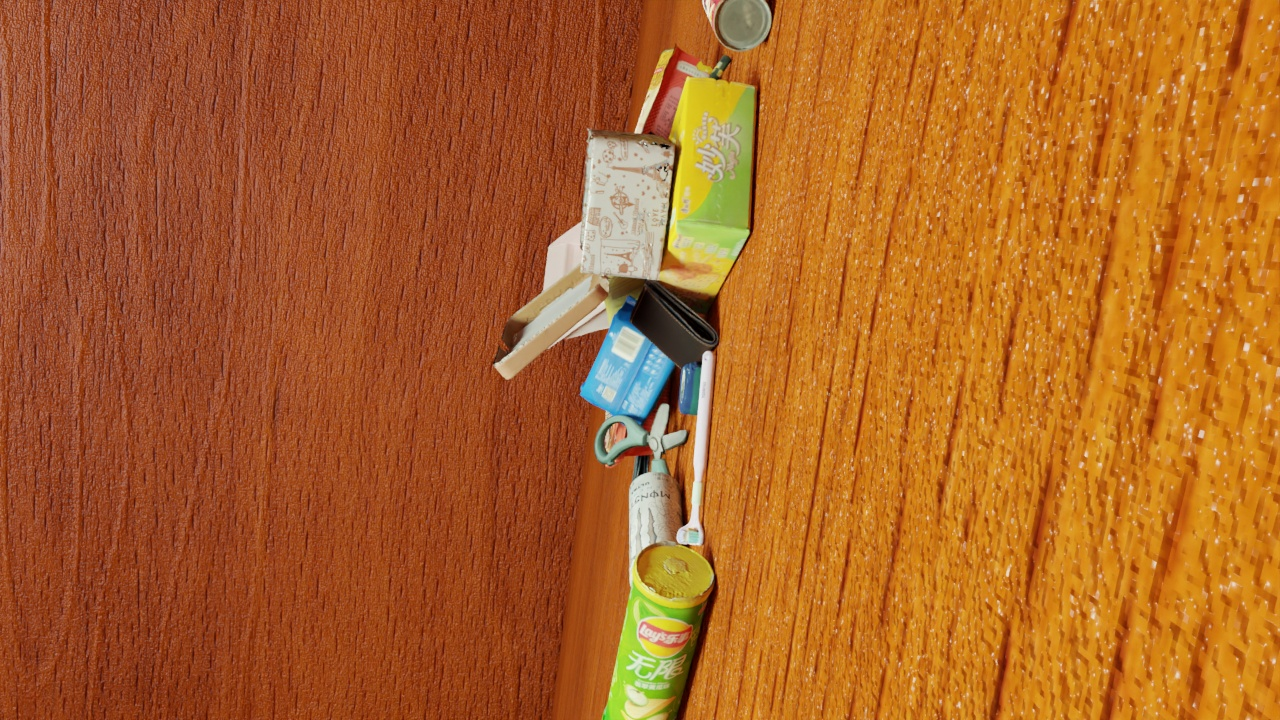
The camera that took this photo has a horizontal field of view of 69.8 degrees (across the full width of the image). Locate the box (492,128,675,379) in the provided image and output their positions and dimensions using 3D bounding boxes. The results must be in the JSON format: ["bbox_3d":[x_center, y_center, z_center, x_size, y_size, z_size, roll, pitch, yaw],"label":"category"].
[{"bbox_3d":[-0.049,-0.107,0.920,0.274,0.124,0.178,-60,11,13],"label":"box"}]

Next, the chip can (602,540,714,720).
[{"bbox_3d":[0.013,0.270,0.837,0.072,0.072,0.222,-92,11,-59],"label":"chip can"}]

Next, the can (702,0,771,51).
[{"bbox_3d":[0.090,-0.338,0.880,0.132,0.053,0.053,-93,11,-58],"label":"can"}]

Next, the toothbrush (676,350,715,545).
[{"bbox_3d":[0.057,0.082,0.884,0.021,0.029,0.189,27,-114,-55],"label":"toothbrush"}]

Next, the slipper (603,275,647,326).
[{"bbox_3d":[-0.014,-0.097,1.162,0.191,0.091,0.081,71,174,-66],"label":"slipper"}]

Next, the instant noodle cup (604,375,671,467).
[{"bbox_3d":[-0.006,0.062,1.237,0.189,0.079,0.164,124,152,-79],"label":"instant noodle cup"}]

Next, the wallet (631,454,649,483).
[{"bbox_3d":[0.000,0.149,1.389,0.097,0.019,0.120,110,168,-69],"label":"wallet"}]

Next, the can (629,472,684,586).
[{"bbox_3d":[0.017,0.184,0.961,0.146,0.058,0.058,-91,10,-56],"label":"can"}]

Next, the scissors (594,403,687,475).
[{"bbox_3d":[-0.005,0.110,1.084,0.179,0.019,0.173,34,124,41],"label":"scissors"}]

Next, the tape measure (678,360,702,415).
[{"bbox_3d":[0.054,0.029,0.943,0.058,0.025,0.054,113,161,-82],"label":"tape measure"}]

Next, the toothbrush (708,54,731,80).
[{"bbox_3d":[0.048,-0.262,1.025,0.185,0.012,0.017,-57,-14,-3],"label":"toothbrush"}]

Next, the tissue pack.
[{"bbox_3d":[-0.007,0.006,1.104,0.157,0.095,0.052,-64,-10,28],"label":"tissue pack"}]

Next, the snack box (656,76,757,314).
[{"bbox_3d":[0.056,-0.155,0.915,0.210,0.070,0.157,114,162,-71],"label":"snack box"}]

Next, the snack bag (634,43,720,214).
[{"bbox_3d":[0.028,-0.255,1.085,0.128,0.073,0.207,35,-108,-62],"label":"snack bag"}]

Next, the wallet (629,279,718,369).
[{"bbox_3d":[0.032,-0.032,0.958,0.020,0.096,0.122,-46,-5,-17],"label":"wallet"}]

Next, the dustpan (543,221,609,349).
[{"bbox_3d":[-0.047,-0.162,1.313,0.139,0.274,0.222,65,-162,-48],"label":"dustpan"}]
